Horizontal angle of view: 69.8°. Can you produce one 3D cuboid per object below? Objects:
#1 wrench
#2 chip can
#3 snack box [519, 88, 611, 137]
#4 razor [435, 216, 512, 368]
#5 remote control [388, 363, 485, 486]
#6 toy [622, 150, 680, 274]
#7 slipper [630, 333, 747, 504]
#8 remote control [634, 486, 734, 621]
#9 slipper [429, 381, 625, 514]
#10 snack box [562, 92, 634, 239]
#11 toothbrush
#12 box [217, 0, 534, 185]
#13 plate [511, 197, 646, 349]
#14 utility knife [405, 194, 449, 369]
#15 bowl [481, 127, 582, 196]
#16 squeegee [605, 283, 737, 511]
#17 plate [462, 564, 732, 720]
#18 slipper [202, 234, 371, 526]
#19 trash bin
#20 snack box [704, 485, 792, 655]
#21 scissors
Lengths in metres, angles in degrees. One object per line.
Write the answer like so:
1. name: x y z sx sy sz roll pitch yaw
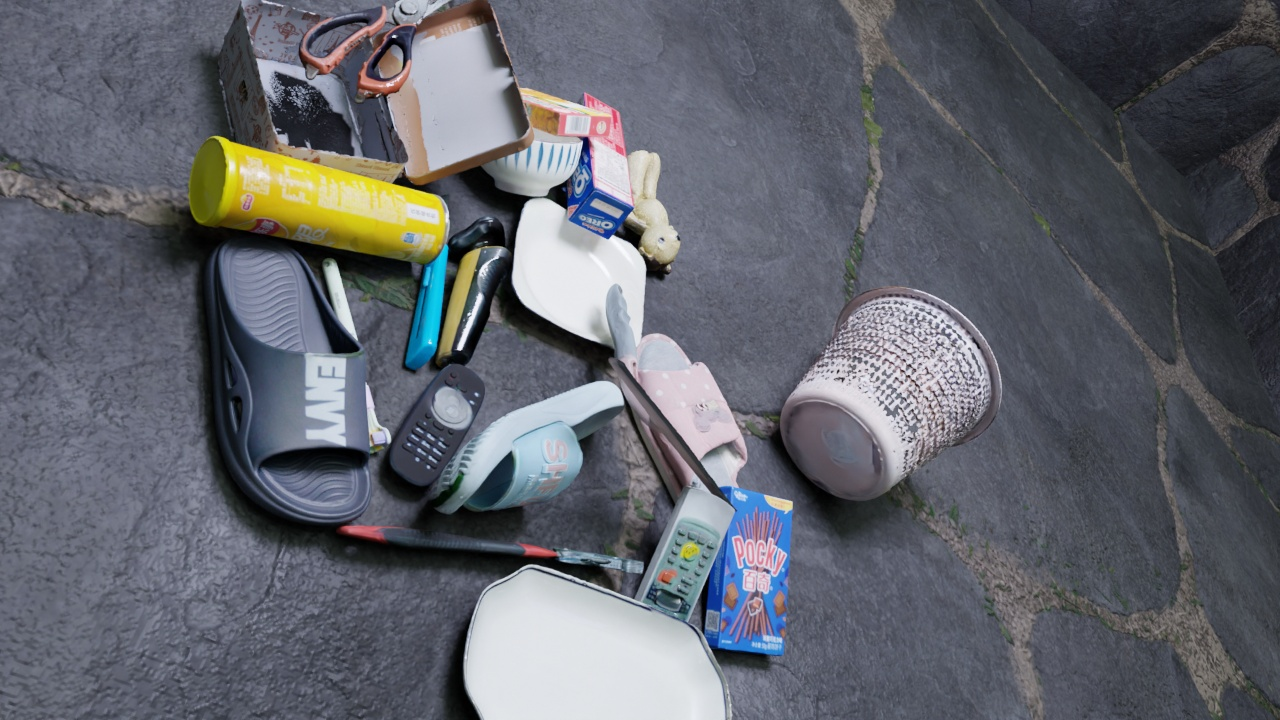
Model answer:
1. wrench: -0.119 0.159 0.775 0.273 0.056 0.016 14 77 -29
2. chip can: -0.273 -0.135 0.802 0.213 0.072 0.072 6 58 -48
3. snack box: -0.112 -0.281 1.034 0.076 0.027 0.156 -12 31 -44
4. razor: -0.168 -0.064 0.889 0.067 0.062 0.167 9 57 0
5. remote control: -0.179 0.057 0.807 0.053 0.024 0.136 37 43 -13
6. toy: 0.013 -0.182 1.110 0.105 0.066 0.157 20 56 -52
7. slipper: 0.064 0.091 0.972 0.114 0.055 0.274 -5 67 -43
8. remote control: 0.040 0.187 0.858 0.056 0.019 0.135 29 80 -21
9. slipper: -0.088 0.085 0.812 0.074 0.104 0.244 54 35 8
10. snack box: -0.053 -0.229 1.066 0.058 0.057 0.207 24 37 -28
11. toothbrush: -0.251 -0.009 0.796 0.020 0.029 0.189 61 8 -69
12. box: -0.252 -0.250 0.881 0.273 0.125 0.178 -12 69 -21
13. plate: -0.070 -0.087 0.995 0.164 0.034 0.163 26 48 -26
14. utility knife: -0.200 -0.085 0.886 0.018 0.034 0.215 30 43 -35
15. bowl: -0.125 -0.218 1.000 0.116 0.066 0.116 9 20 -3
16. squeegee: -0.005 0.005 0.899 0.248 0.040 0.249 53 11 -42
17. plate: -0.035 0.276 0.772 0.265 0.034 0.161 27 47 -25
18. slipper: -0.276 -0.001 0.721 0.110 0.084 0.268 -3 61 -42
19. trash bin: 0.278 0.054 1.085 0.191 0.228 0.227 -36 88 -36
20. snack box: 0.109 0.210 0.916 0.084 0.026 0.157 17 70 -32
21. scissors: -0.216 -0.309 0.856 0.205 0.015 0.196 -8 67 -25
